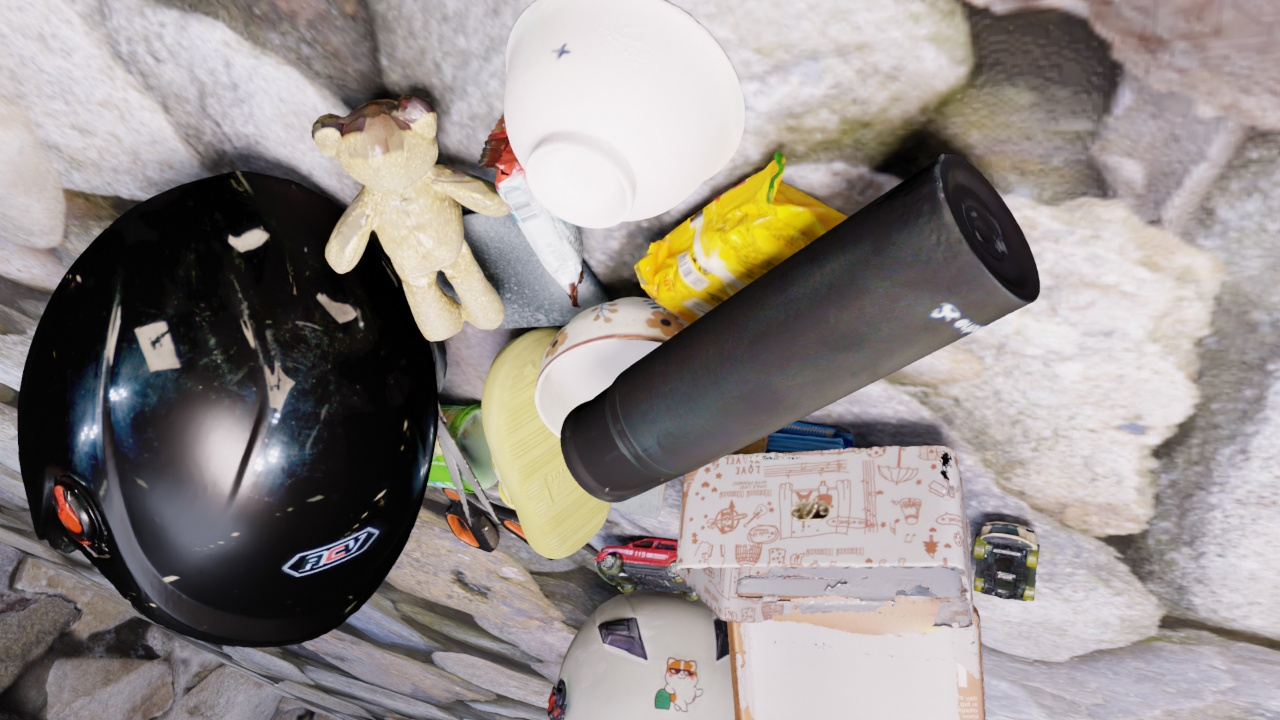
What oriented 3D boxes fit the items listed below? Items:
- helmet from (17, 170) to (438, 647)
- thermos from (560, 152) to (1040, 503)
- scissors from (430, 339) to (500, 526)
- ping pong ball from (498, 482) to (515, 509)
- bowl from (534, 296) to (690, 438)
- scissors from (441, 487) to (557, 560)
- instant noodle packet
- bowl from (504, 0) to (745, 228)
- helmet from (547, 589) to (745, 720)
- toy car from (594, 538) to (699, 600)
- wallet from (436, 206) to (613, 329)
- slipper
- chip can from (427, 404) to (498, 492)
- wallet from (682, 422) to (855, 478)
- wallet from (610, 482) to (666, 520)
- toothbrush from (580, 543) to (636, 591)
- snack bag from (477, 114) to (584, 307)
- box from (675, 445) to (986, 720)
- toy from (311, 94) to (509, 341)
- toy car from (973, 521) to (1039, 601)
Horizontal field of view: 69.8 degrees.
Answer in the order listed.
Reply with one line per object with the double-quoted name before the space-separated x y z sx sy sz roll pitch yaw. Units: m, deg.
"helmet" -0.238 0.026 0.562 0.274 0.232 0.231 57 134 17
"thermos" 0.065 -0.001 0.440 0.089 0.068 0.243 3 153 -44
"scissors" -0.155 0.041 0.686 0.166 0.014 0.163 32 129 23
"ping pong ball" -0.106 0.112 0.814 0.040 0.040 0.040 15 148 9
"bowl" -0.003 0.003 0.543 0.113 0.062 0.114 1 138 1
"scissors" -0.164 0.137 0.904 0.225 0.021 0.221 23 148 6
"instant noodle packet" 0.075 -0.040 0.473 0.128 0.044 0.111 32 141 -24
"bowl" -0.017 -0.100 0.417 0.118 0.064 0.118 15 149 9
"helmet" 0.024 0.303 0.907 0.230 0.156 0.274 0 158 -4
"toy car" 0.016 0.194 0.863 0.121 0.045 0.053 -2 141 23
"wallet" -0.086 -0.058 0.567 0.121 0.019 0.097 -3 139 36
"slipper" -0.076 0.058 0.654 0.082 0.091 0.191 24 137 39
"chip can" -0.215 0.069 0.782 0.222 0.072 0.072 1 143 29
"wallet" 0.088 0.076 0.651 0.133 0.040 0.106 4 149 24
"wallet" -0.043 0.087 0.744 0.130 0.036 0.107 16 149 8
"toothbrush" -0.064 0.187 0.929 0.181 0.018 0.016 42 151 -27
"snack bag" -0.051 -0.077 0.485 0.026 0.045 0.105 -18 130 14
"box" 0.136 0.170 0.625 0.179 0.130 0.273 -4 121 21
"toy" -0.119 -0.073 0.508 0.105 0.066 0.157 -12 134 4
"toy car" 0.258 0.140 0.648 0.042 0.035 0.090 4 144 23
